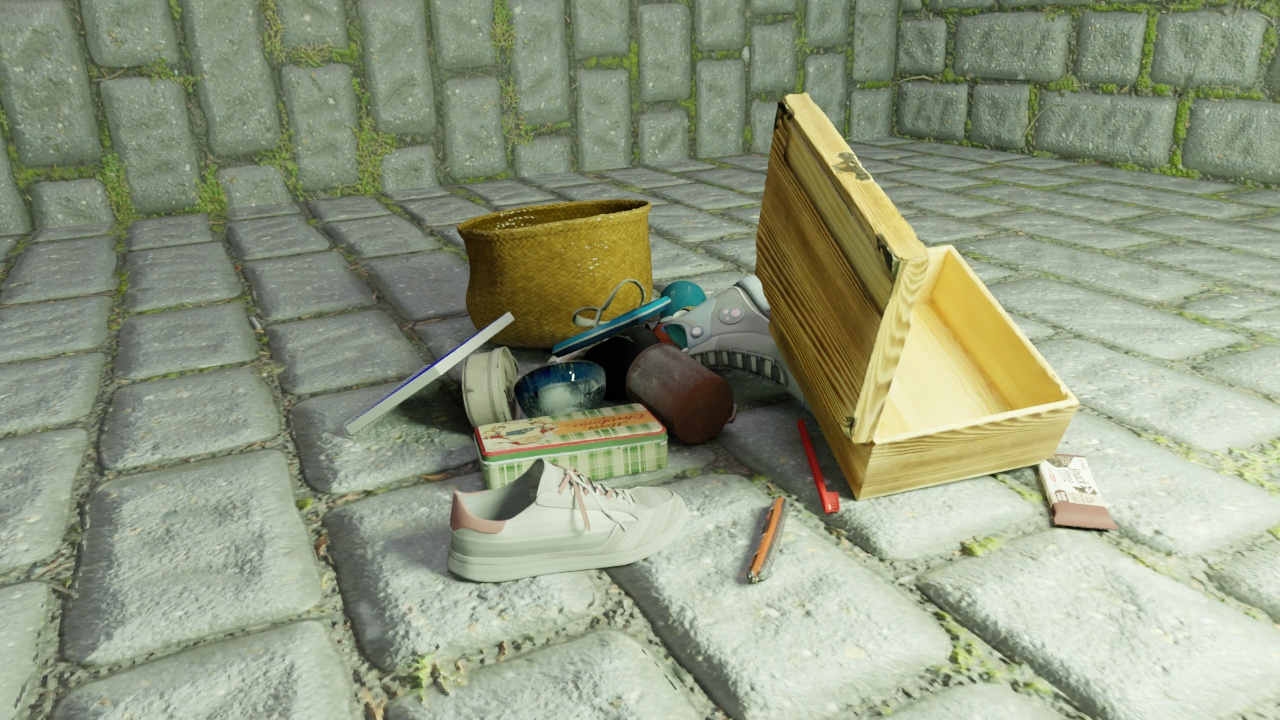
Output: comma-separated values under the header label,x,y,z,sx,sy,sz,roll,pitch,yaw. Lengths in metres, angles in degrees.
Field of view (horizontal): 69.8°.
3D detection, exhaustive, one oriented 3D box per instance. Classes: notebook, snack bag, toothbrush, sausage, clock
label,x,y,z,sx,sy,sz,roll,pitch,yaw
notebook,-0.269,0.016,1.182,0.172,0.022,0.208,-31,9,25
snack bag,0.442,0.130,0.942,0.057,0.013,0.157,5,22,14
toothbrush,0.196,0.112,1.014,0.018,0.012,0.212,-1,21,2
sausage,0.123,0.167,0.866,0.020,0.020,0.155,4,21,16
clock,-0.187,0.028,1.145,0.061,0.103,0.156,-8,28,4

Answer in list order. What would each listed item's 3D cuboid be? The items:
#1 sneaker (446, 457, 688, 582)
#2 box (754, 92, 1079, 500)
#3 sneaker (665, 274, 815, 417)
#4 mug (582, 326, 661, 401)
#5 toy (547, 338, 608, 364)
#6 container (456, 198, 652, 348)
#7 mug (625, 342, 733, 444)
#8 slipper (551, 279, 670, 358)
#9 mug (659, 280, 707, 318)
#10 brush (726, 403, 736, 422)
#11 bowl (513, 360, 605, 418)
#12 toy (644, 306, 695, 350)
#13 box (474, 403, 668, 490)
label,x,y,z,sx,sy,sz,roll,pitch,yaw
sneaker,-0.068,0.137,0.864,0.236,0.089,0.099,-8,22,-16
box,0.267,-0.073,0.935,0.286,0.337,0.278,-11,47,-9
sneaker,0.139,0.004,1.166,0.160,0.093,0.256,-23,48,-10
mug,-0.007,0.007,1.217,0.114,0.078,0.087,11,24,34
toy,-0.076,-0.013,1.295,0.079,0.038,0.122,1,16,26
container,-0.126,-0.139,1.439,0.307,0.197,0.306,-7,18,2
mug,0.060,0.041,1.109,0.122,0.096,0.110,3,27,-36
slipper,-0.043,-0.062,1.229,0.118,0.060,0.294,-26,2,25
mug,0.065,-0.067,1.424,0.078,0.078,0.121,0,26,4
brush,0.053,0.059,1.164,0.136,0.015,0.049,2,22,12
bowl,-0.092,0.051,1.111,0.114,0.115,0.060,-8,64,-15
toy,0.077,-0.029,1.304,0.176,0.096,0.112,-19,19,-13
box,-0.079,0.095,1.026,0.205,0.051,0.117,-6,17,-13
